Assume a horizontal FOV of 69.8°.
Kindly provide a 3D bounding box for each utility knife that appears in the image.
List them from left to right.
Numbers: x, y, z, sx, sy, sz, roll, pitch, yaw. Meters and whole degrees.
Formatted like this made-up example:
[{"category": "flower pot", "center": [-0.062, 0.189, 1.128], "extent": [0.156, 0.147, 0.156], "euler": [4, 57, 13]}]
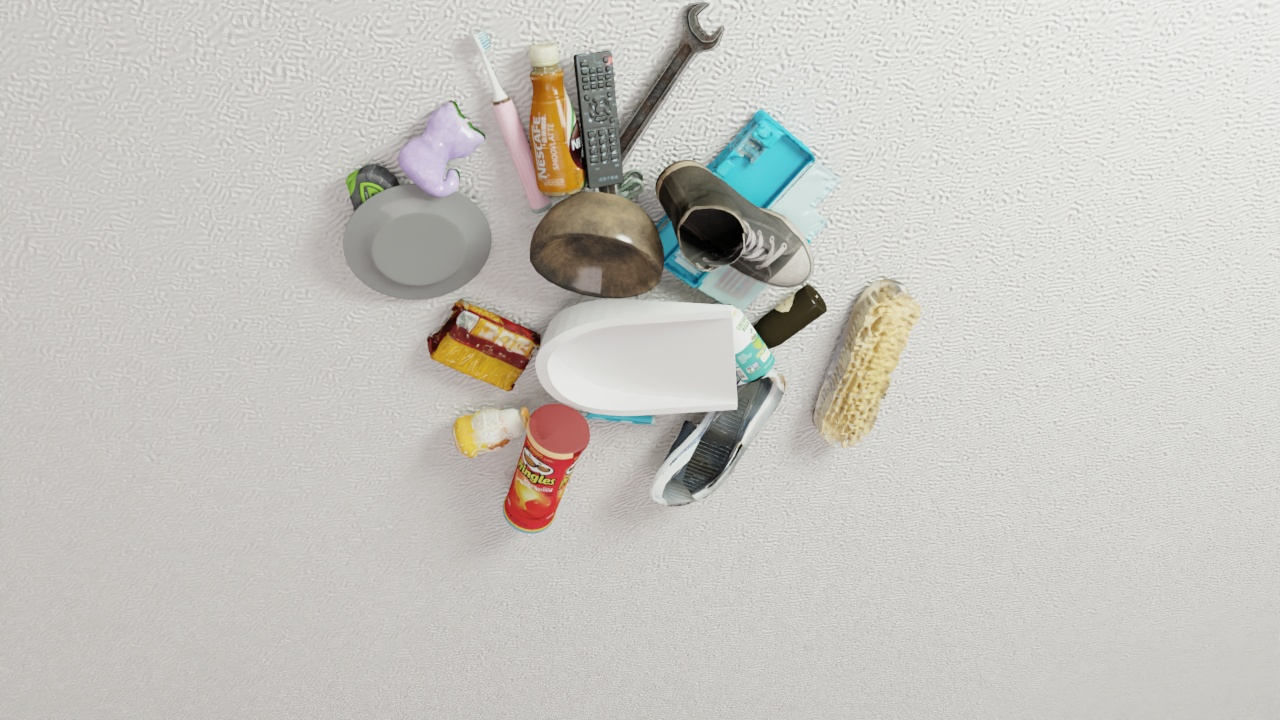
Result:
[{"category": "utility knife", "center": [-0.045, 0.082, 1.337], "extent": [0.141, 0.015, 0.022], "euler": [5, 150, -9]}]

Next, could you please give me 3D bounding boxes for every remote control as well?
[{"category": "remote control", "center": [-0.050, -0.276, 1.057], "extent": [0.047, 0.022, 0.150], "euler": [-14, 114, -23]}]

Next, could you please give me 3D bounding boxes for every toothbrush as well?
[{"category": "toothbrush", "center": [-0.150, -0.272, 1.065], "extent": [0.026, 0.027, 0.223], "euler": [-35, 129, -22]}]

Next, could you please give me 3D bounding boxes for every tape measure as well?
[{"category": "tape measure", "center": [-0.315, -0.201, 1.091], "extent": [0.059, 0.035, 0.066], "euler": [0, 129, 4]}]

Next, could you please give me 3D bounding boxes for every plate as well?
[{"category": "plate", "center": [-0.271, -0.139, 1.126], "extent": [0.178, 0.012, 0.179], "euler": [-11, 138, -10]}]

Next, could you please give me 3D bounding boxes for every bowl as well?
[{"category": "bowl", "center": [-0.050, -0.142, 1.110], "extent": [0.162, 0.070, 0.162], "euler": [7, 158, 3]}]

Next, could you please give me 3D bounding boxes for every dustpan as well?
[{"category": "dustpan", "center": [-0.007, 0.007, 1.210], "extent": [0.258, 0.053, 0.192], "euler": [4, 138, 13]}]

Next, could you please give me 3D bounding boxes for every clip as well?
[{"category": "clip", "center": [-0.028, -0.205, 1.128], "extent": [0.075, 0.037, 0.023], "euler": [-31, 125, 20]}]

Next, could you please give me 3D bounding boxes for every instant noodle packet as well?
[{"category": "instant noodle packet", "center": [-0.209, -0.021, 1.229], "extent": [0.135, 0.039, 0.099], "euler": [25, 118, -24]}]

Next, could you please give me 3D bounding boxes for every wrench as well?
[{"category": "wrench", "center": [0.005, -0.289, 1.067], "extent": [0.070, 0.010, 0.274], "euler": [39, 114, 3]}]

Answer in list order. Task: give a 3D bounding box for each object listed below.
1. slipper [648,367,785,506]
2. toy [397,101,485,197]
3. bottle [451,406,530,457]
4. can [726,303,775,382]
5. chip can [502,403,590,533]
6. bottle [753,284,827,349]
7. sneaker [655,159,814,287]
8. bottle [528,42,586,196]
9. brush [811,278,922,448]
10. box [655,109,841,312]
[{"category": "slipper", "center": [0.107, 0.106, 1.345], "extent": [0.111, 0.063, 0.264], "euler": [24, 111, -33]}, {"category": "toy", "center": [-0.227, -0.240, 1.058], "extent": [0.099, 0.036, 0.080], "euler": [-46, 111, -6]}, {"category": "bottle", "center": [-0.208, 0.096, 1.296], "extent": [0.109, 0.063, 0.063], "euler": [-18, 125, 5]}, {"category": "can", "center": [0.132, -0.022, 1.223], "extent": [0.055, 0.054, 0.101], "euler": [-33, 106, 16]}, {"category": "chip can", "center": [-0.138, 0.158, 1.306], "extent": [0.087, 0.086, 0.214], "euler": [9, 138, -13]}, {"category": "bottle", "center": [0.170, -0.033, 1.264], "extent": [0.045, 0.045, 0.185], "euler": [37, 121, -28]}, {"category": "sneaker", "center": [0.124, -0.139, 1.095], "extent": [0.234, 0.119, 0.095], "euler": [35, 116, -29]}, {"category": "bottle", "center": [-0.100, -0.275, 1.052], "extent": [0.059, 0.059, 0.167], "euler": [-7, 117, -2]}, {"category": "brush", "center": [0.317, 0.008, 1.302], "extent": [0.083, 0.056, 0.272], "euler": [6, 124, -13]}, {"category": "box", "center": [0.140, -0.176, 1.162], "extent": [0.181, 0.039, 0.227], "euler": [31, 116, -26]}]
